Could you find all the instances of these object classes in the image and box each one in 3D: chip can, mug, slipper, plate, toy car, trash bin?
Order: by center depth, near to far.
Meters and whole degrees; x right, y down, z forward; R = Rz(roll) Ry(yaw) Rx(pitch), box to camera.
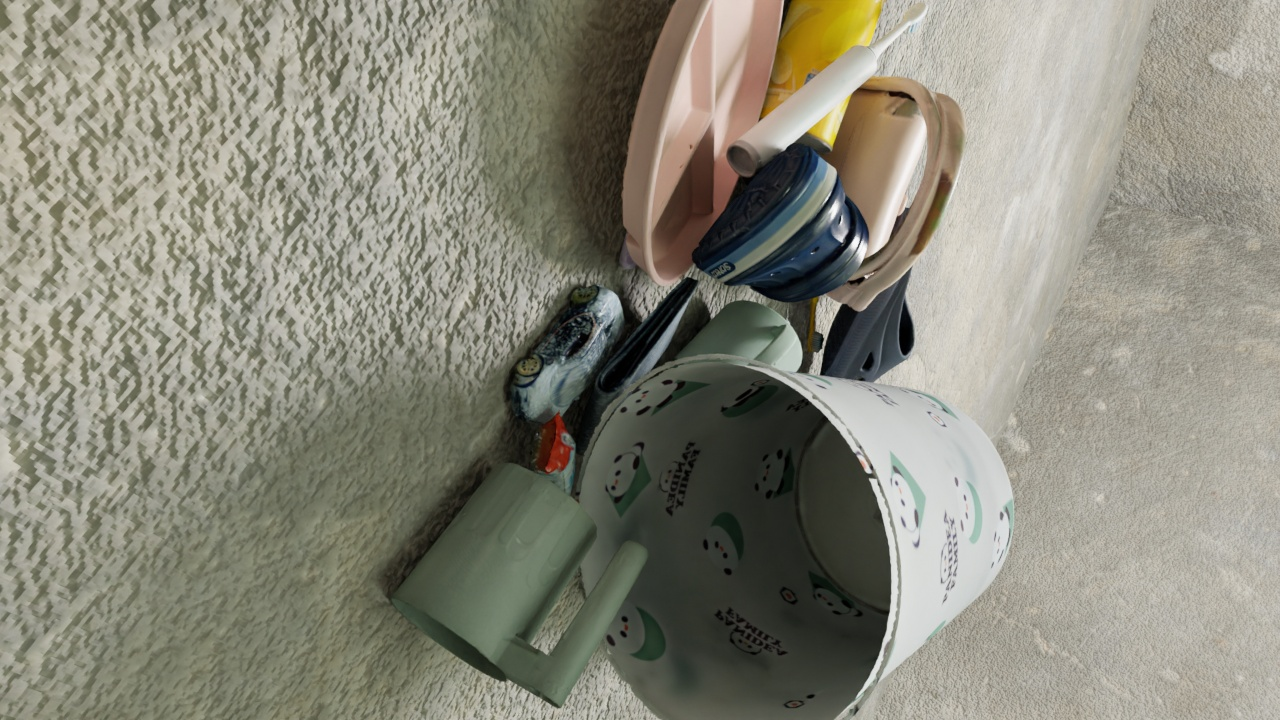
[{"bbox_3d":[-0.068,0.131,0.543,0.103,0.124,0.084,-55,148,-28],"label":"mug"},{"bbox_3d":[0.041,-0.160,0.588,0.229,0.028,0.229,22,89,-76],"label":"plate"},{"bbox_3d":[-0.044,-0.002,0.591,0.105,0.031,0.049,-54,148,-24],"label":"toy car"},{"bbox_3d":[0.122,0.110,0.624,0.251,0.230,0.230,-1,110,-50],"label":"trash bin"},{"bbox_3d":[0.107,-0.084,0.654,0.105,0.095,0.252,-49,178,12],"label":"slipper"},{"bbox_3d":[0.149,-0.272,0.704,0.072,0.072,0.213,10,101,-61],"label":"chip can"},{"bbox_3d":[0.075,0.010,0.730,0.106,0.082,0.112,-44,-172,-33],"label":"mug"},{"bbox_3d":[0.244,-0.031,0.929,0.269,0.083,0.110,104,7,-47],"label":"slipper"}]

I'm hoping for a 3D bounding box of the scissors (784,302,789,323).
[{"bbox_3d":[0.135,0.027,0.872,0.176,0.012,0.162,78,19,-59],"label":"scissors"}]

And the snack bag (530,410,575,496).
[{"bbox_3d":[-0.056,0.073,0.602,0.105,0.026,0.045,94,1,-58],"label":"snack bag"}]

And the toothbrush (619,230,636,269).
[{"bbox_3d":[0.015,-0.151,0.605,0.021,0.029,0.189,-108,-148,-74],"label":"toothbrush"}]

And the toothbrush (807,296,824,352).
[{"bbox_3d":[0.187,-0.078,0.954,0.016,0.018,0.192,-48,148,-36],"label":"toothbrush"}]

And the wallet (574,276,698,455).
[{"bbox_3d":[-0.004,0.004,0.647,0.120,0.019,0.097,-51,173,-30],"label":"wallet"}]

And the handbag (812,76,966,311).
[{"bbox_3d":[0.193,-0.137,0.739,0.234,0.093,0.193,-121,-134,-82],"label":"handbag"}]

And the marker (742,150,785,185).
[{"bbox_3d":[0.108,-0.156,0.741,0.022,0.020,0.131,-47,176,28],"label":"marker"}]

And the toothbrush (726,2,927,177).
[{"bbox_3d":[0.141,-0.200,0.656,0.220,0.027,0.026,-42,158,-23],"label":"toothbrush"}]
